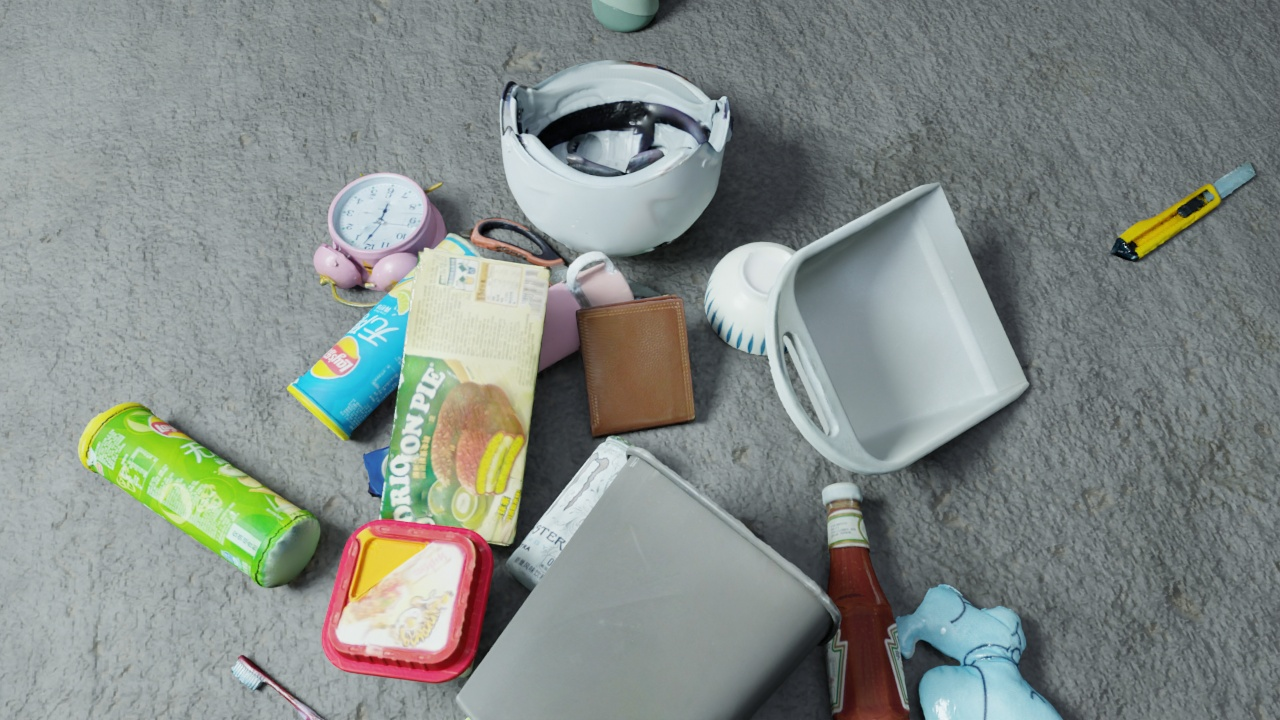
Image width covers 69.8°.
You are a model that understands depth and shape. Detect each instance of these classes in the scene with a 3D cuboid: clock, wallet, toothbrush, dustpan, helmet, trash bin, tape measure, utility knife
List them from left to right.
[{"bbox_3d":[-0.259,0.296,0.736,0.187,0.016,0.017,31,74,16],"label":"toothbrush"},{"bbox_3d":[-0.265,-0.119,0.932,0.117,0.060,0.158,8,64,5],"label":"clock"},{"bbox_3d":[-0.219,0.102,0.833,0.058,0.025,0.054,-17,65,-4],"label":"tape measure"},{"bbox_3d":[-0.026,-0.192,0.918,0.229,0.146,0.258,2,36,-2],"label":"helmet"},{"bbox_3d":[-0.005,0.005,0.852,0.101,0.032,0.124,-8,99,-8],"label":"wallet"},{"bbox_3d":[0.004,0.220,0.685,0.199,0.199,0.219,36,75,20],"label":"trash bin"},{"bbox_3d":[0.221,-0.021,0.798,0.257,0.143,0.222,-25,92,-5],"label":"dustpan"},{"bbox_3d":[0.582,-0.163,0.975,0.218,0.015,0.033,-31,69,-15],"label":"utility knife"}]

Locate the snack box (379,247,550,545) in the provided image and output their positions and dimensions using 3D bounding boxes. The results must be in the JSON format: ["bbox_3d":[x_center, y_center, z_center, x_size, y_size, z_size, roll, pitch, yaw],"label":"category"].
[{"bbox_3d":[-0.148,0.032,0.790,0.114,0.063,0.240,7,87,-7],"label":"snack box"}]

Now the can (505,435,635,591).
[{"bbox_3d":[-0.050,0.137,0.795,0.058,0.058,0.146,32,67,16],"label":"can"}]

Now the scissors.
[{"bbox_3d":[-0.094,-0.081,0.937,0.213,0.015,0.197,-23,64,-12],"label":"scissors"}]

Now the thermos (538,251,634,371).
[{"bbox_3d":[-0.102,-0.030,0.863,0.198,0.087,0.067,-30,50,-10],"label":"thermos"}]

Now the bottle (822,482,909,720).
[{"bbox_3d":[0.179,0.202,0.760,0.060,0.060,0.205,-1,61,0],"label":"bottle"}]

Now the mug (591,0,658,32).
[{"bbox_3d":[-0.007,-0.457,1.084,0.111,0.106,0.082,-27,64,-13],"label":"mug"}]

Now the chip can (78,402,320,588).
[{"bbox_3d":[-0.381,0.117,0.800,0.221,0.073,0.072,28,65,15],"label":"chip can"}]

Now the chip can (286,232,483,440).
[{"bbox_3d":[-0.229,-0.024,0.865,0.071,0.071,0.210,36,72,18],"label":"chip can"}]

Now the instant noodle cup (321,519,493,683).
[{"bbox_3d":[-0.174,0.198,0.725,0.116,0.124,0.116,6,61,3],"label":"instant noodle cup"}]

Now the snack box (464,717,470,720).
[{"bbox_3d":[-0.105,0.352,0.698,0.085,0.026,0.156,-38,68,-18],"label":"snack box"}]

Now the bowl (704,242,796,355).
[{"bbox_3d":[0.123,-0.070,0.900,0.116,0.066,0.116,0,62,0],"label":"bowl"}]

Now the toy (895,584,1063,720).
[{"bbox_3d":[0.271,0.267,0.730,0.161,0.050,0.156,20,63,19],"label":"toy"}]
